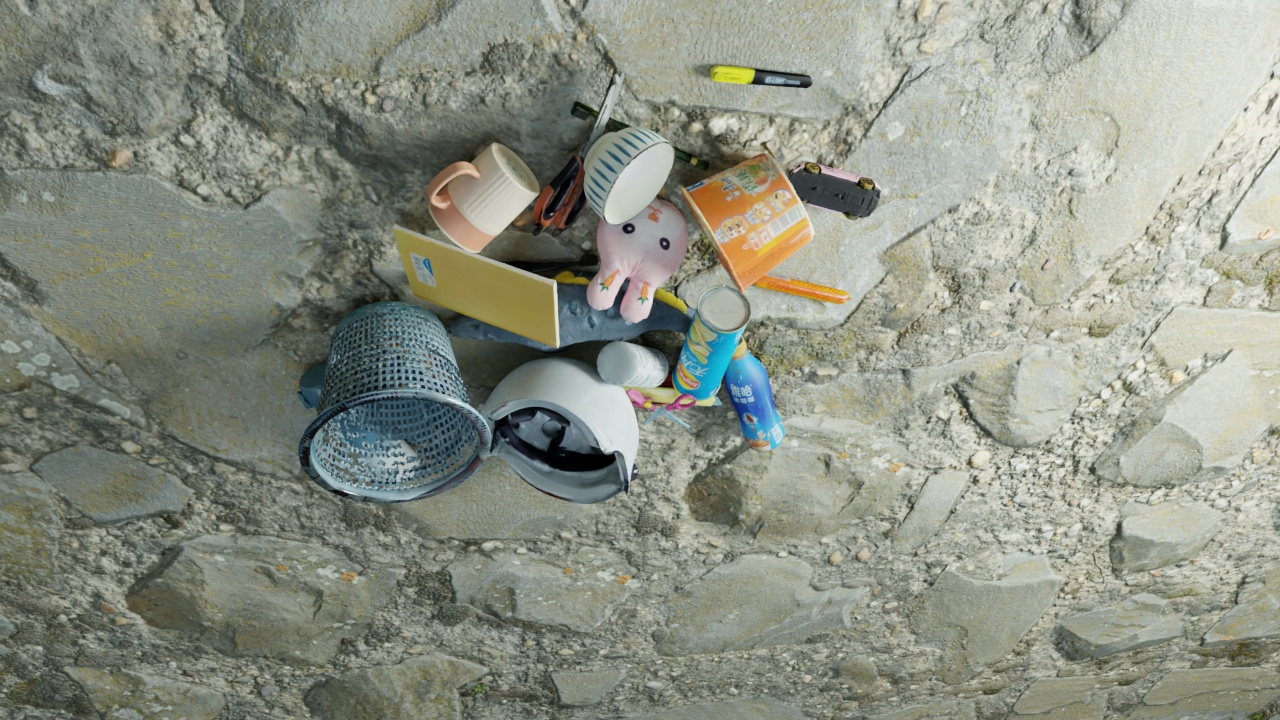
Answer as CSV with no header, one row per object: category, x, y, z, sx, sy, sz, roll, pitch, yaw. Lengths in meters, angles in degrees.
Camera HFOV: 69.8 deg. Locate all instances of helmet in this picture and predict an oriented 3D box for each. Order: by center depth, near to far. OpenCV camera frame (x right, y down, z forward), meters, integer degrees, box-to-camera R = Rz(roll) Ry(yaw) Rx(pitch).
helmet,-0.102,0.085,1.282,0.229,0.145,0.259,11,150,16

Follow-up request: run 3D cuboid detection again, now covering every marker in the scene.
marker,0.140,-0.325,1.055,0.124,0.015,0.018,1,134,-13

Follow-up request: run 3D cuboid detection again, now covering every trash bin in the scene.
trash bin,-0.313,0.040,1.170,0.226,0.194,0.227,-9,140,-8

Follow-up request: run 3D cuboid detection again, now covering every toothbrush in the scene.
toothbrush,0.002,-0.263,1.088,0.185,0.012,0.017,19,132,-25
toothbrush,-0.160,-0.117,1.181,0.212,0.026,0.027,-8,150,-4

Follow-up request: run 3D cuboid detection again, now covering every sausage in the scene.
sausage,0.221,-0.100,1.267,0.165,0.021,0.022,10,129,-18

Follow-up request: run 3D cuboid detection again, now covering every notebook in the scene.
notebook,-0.195,-0.086,1.115,0.206,0.010,0.146,20,151,8

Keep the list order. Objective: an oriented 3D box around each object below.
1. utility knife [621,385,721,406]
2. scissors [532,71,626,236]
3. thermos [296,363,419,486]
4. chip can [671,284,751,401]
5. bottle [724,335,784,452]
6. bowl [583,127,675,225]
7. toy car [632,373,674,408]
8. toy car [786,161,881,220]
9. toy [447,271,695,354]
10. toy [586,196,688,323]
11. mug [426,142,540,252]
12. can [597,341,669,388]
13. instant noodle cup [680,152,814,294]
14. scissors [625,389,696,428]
utility knife,0.038,0.053,1.332,0.163,0.018,0.031,8,130,4
scissors,-0.072,-0.232,1.058,0.193,0.015,0.207,-43,161,-13
thermos,-0.399,0.092,1.302,0.070,0.070,0.220,-22,132,9
chip can,0.093,-0.018,1.235,0.071,0.071,0.211,-2,154,-9
bottle,0.162,0.047,1.361,0.065,0.065,0.219,-19,132,7
bowl,-0.023,-0.222,1.061,0.116,0.066,0.117,-41,162,-17
toy car,0.032,0.046,1.360,0.106,0.031,0.049,-11,131,2
toy car,0.243,-0.216,1.158,0.122,0.037,0.056,14,126,-6
toy,-0.079,-0.062,1.213,0.356,0.091,0.138,-4,160,-5
toy,-0.005,-0.129,1.140,0.121,0.054,0.159,18,90,-21
mug,-0.189,-0.194,1.061,0.106,0.081,0.114,-38,151,20
can,-0.007,0.007,1.248,0.058,0.058,0.146,-28,169,15
instant noodle cup,0.133,-0.172,1.111,0.111,0.151,0.151,-30,130,6
scissors,0.034,0.070,1.330,0.136,0.017,0.133,-20,140,40
